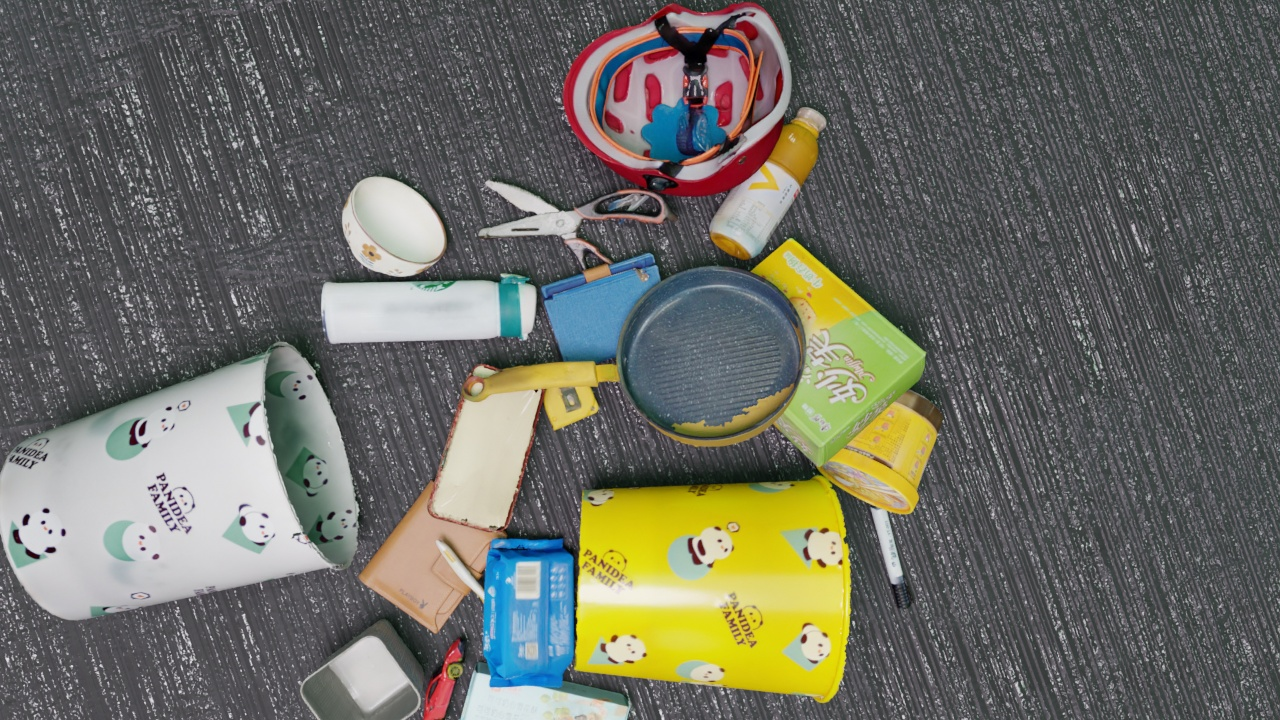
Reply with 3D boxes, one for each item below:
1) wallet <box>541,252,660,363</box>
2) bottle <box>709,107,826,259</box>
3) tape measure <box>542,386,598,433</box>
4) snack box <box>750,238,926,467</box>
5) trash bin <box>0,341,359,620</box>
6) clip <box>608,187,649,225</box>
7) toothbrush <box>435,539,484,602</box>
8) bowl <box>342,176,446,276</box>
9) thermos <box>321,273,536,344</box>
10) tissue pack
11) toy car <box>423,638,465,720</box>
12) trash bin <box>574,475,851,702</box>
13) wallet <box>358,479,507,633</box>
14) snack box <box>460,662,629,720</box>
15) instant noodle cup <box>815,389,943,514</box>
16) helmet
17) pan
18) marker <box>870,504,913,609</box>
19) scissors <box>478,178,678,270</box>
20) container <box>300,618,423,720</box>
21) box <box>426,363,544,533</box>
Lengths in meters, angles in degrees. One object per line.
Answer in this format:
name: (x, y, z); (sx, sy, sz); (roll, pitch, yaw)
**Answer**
wallet: (-0.036, -0.054, 1.031); (0.133, 0.040, 0.106); (-19, 110, -6)
bottle: (0.152, -0.208, 1.062); (0.068, 0.068, 0.189); (34, 82, -5)
tape measure: (-0.081, 0.045, 1.032); (0.060, 0.029, 0.057); (-23, 89, -9)
snack box: (0.181, -0.012, 1.013); (0.157, 0.070, 0.210); (-40, 65, -9)
trash bin: (-0.434, 0.126, 0.885); (0.252, 0.229, 0.229); (-16, 89, -4)
clip: (-0.009, -0.184, 1.060); (0.058, 0.027, 0.045); (-34, 84, -9)
toothbrush: (-0.166, 0.267, 0.993); (0.018, 0.016, 0.191); (-36, 106, -5)
bowl: (-0.273, -0.134, 0.988); (0.062, 0.113, 0.113); (-38, 93, 32)
thermos: (-0.225, -0.057, 0.998); (0.224, 0.073, 0.073); (-2, 87, -9)
tissue pack: (-0.121, 0.269, 0.981); (0.094, 0.052, 0.157); (9, 73, -35)
toy car: (-0.212, 0.350, 0.984); (0.031, 0.049, 0.106); (20, 85, -8)
trash bin: (0.063, 0.230, 0.952); (0.255, 0.230, 0.229); (3, 86, -3)
wallet: (-0.224, 0.214, 1.001); (0.108, 0.031, 0.131); (37, 83, -3)
snack box: (-0.105, 0.387, 0.996); (0.175, 0.052, 0.074); (15, 84, -7)
instant noodle cup: (0.276, 0.095, 1.042); (0.118, 0.119, 0.114); (32, 75, -5)
helmet: (0.047, -0.270, 1.016); (0.240, 0.144, 0.206); (-1, 73, 10)
pan: (-0.006, 0.006, 0.959); (0.357, 0.078, 0.197); (-13, 65, 6)
marker: (0.296, 0.228, 1.083); (0.022, 0.018, 0.130); (-14, 89, -22)
scissors: (-0.067, -0.149, 1.036); (0.189, 0.015, 0.226); (-39, 102, 7)
container: (-0.278, 0.327, 0.942); (0.090, 0.114, 0.090); (-35, 92, -9)
box: (-0.165, 0.093, 0.976); (0.091, 0.080, 0.168); (17, 74, -12)
